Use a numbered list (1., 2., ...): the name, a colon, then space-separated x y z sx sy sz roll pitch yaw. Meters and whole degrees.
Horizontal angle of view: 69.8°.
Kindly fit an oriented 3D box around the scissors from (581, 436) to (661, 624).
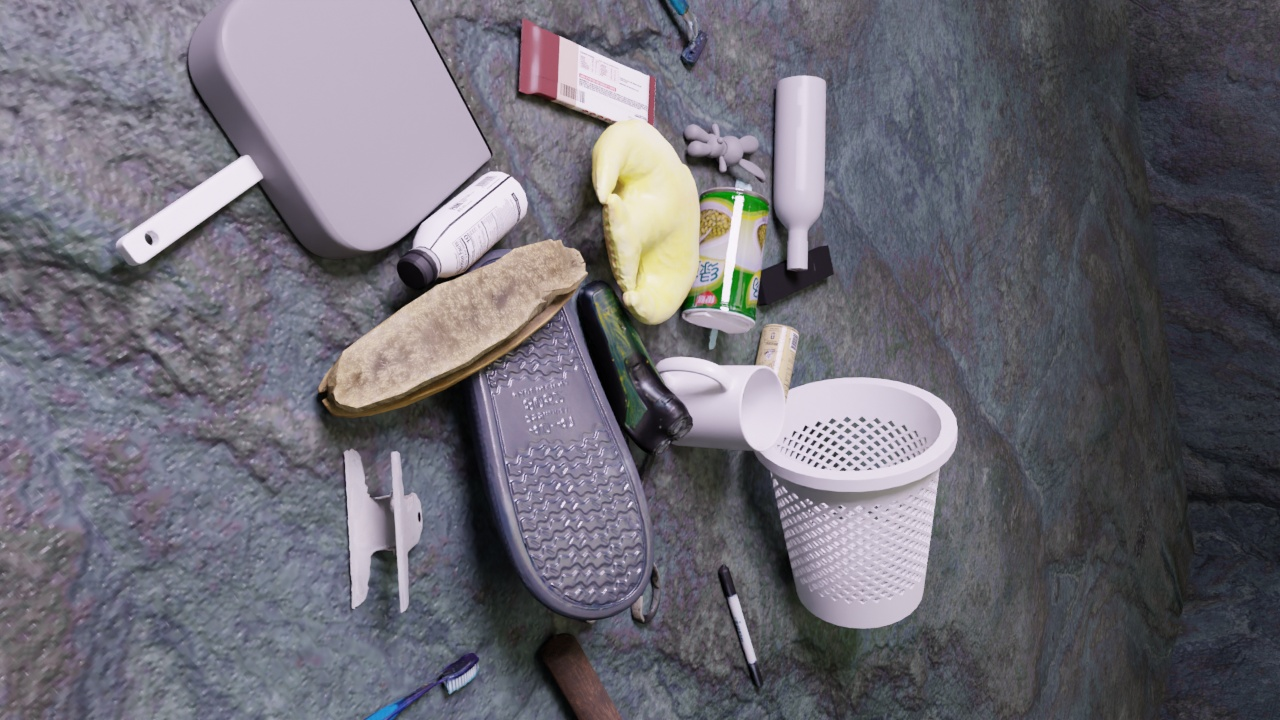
1. scissors: -0.012 0.155 0.776 0.165 0.013 0.157 -42 123 -42

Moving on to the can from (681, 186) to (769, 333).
1. can: 0.079 -0.091 0.842 0.067 0.067 0.120 21 74 -48

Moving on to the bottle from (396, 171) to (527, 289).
1. bottle: -0.120 -0.085 0.611 0.115 0.041 0.041 -54 129 -47

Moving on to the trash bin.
1. trash bin: 0.219 0.151 0.936 0.194 0.196 0.200 -36 127 -44

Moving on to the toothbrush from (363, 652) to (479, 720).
1. toothbrush: -0.173 0.237 0.582 0.188 0.016 0.017 -22 117 -48

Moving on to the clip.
1. clip: -0.162 0.105 0.587 0.057 0.052 0.102 -3 93 -22

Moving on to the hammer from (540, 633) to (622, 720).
1. hammer: -0.029 0.363 0.739 0.217 0.037 0.301 -47 123 -39

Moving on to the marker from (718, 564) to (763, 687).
1. marker: 0.101 0.266 0.915 0.011 0.011 0.152 -39 119 -43

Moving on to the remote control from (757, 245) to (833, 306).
1. remote control: 0.167 -0.093 0.990 0.149 0.013 0.034 -25 105 -47

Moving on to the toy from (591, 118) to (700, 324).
1. toy: 0.009 -0.116 0.756 0.154 0.065 0.170 -50 131 -51

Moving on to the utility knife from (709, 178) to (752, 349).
1. utility knife: 0.085 -0.094 0.889 0.022 0.015 0.178 32 64 -45

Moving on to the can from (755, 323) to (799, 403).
1. can: 0.136 0.006 0.934 0.038 0.038 0.079 30 67 -46

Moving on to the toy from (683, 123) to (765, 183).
1. toy: 0.084 -0.200 0.878 0.111 0.030 0.049 3 73 -45

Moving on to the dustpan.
1. dustpan: -0.199 -0.132 0.541 0.163 0.033 0.256 63 38 -28

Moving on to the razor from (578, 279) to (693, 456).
1. razor: -0.004 0.004 0.747 0.053 0.067 0.151 -33 108 -33

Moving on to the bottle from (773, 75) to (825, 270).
1. bottle: 0.165 -0.192 0.958 0.052 0.053 0.195 4 87 -50

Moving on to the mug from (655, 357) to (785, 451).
1. mug: 0.061 0.031 0.802 0.110 0.091 0.073 45 57 -40

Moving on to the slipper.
1. slipper: -0.079 0.057 0.656 0.110 0.084 0.268 -15 85 -34

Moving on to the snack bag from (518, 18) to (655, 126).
1. snack bag: -0.039 -0.224 0.742 0.157 0.013 0.057 3 90 -50

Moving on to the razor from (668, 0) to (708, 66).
1. razor: 0.021 -0.329 0.809 0.144 0.022 0.042 49 54 -38

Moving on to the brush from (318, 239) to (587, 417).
1. brush: -0.114 -0.023 0.587 0.195 0.043 0.059 -32 88 -23
